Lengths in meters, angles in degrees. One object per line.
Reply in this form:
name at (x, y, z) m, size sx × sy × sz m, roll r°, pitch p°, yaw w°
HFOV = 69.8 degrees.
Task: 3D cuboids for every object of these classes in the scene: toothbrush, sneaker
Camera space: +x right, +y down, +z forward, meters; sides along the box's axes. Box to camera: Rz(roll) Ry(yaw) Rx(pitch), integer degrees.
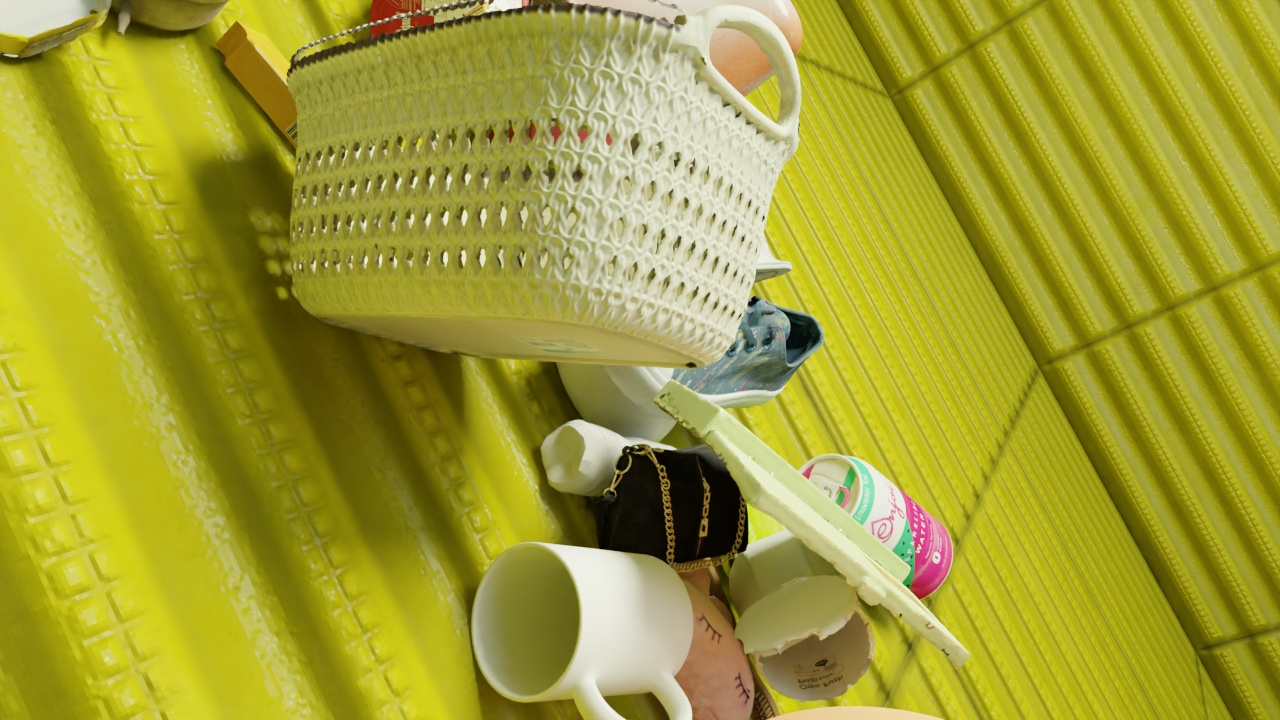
toothbrush at (0.057, 0.177, 0.630) m, size 0.016 × 0.016 × 0.166 m, roll -9°, pitch 72°, yaw -60°
sneaker at (0.056, -0.012, 0.624) m, size 0.235 × 0.079 × 0.087 m, roll 9°, pitch 56°, yaw -56°

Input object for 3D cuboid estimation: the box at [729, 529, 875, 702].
box at (0.097, 0.161, 0.559) m, size 0.165 × 0.084 × 0.094 m, roll -106°, pitch 177°, yaw -75°

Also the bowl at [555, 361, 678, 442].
bowl at (-0.004, 0.004, 0.653) m, size 0.114 × 0.051 × 0.114 m, roll 39°, pitch 35°, yaw -35°

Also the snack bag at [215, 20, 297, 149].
snack bag at (-0.192, -0.140, 0.508) m, size 0.099 × 0.026 × 0.020 m, roll 51°, pitch 24°, yaw -14°

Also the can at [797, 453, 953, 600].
can at (0.205, 0.150, 0.816) m, size 0.166 × 0.088 × 0.088 m, roll 36°, pitch 37°, yaw -37°

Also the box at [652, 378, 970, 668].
box at (0.096, 0.088, 0.512) m, size 0.187 × 0.030 × 0.138 m, roll 40°, pitch 1°, yaw -27°

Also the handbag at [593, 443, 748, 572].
handbag at (0.023, 0.085, 0.566) m, size 0.128 × 0.054 × 0.079 m, roll 2°, pitch 96°, yaw -44°

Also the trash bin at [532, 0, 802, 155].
trash bin at (-0.003, -0.308, 0.759) m, size 0.260 × 0.157 × 0.181 m, roll 55°, pitch -4°, yaw -8°

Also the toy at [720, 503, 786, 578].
toy at (0.091, 0.135, 0.696) m, size 0.117 × 0.043 × 0.092 m, roll 20°, pitch 45°, yaw -54°

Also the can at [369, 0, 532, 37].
can at (-0.129, -0.248, 0.644) m, size 0.086 × 0.087 × 0.116 m, roll 46°, pitch 31°, yaw -25°

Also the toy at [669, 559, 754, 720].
toy at (0.035, 0.170, 0.568) m, size 0.108 × 0.053 × 0.105 m, roll 58°, pitch 15°, yaw -18°

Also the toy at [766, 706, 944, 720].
toy at (0.097, 0.274, 0.366) m, size 0.262 × 0.266 × 0.280 m, roll 14°, pitch 25°, yaw -13°

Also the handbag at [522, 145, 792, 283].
handbag at (0.011, -0.095, 0.675) m, size 0.198 × 0.142 × 0.096 m, roll -8°, pitch 87°, yaw -61°

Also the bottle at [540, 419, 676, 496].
bottle at (-0.006, 0.071, 0.595) m, size 0.136 × 0.044 × 0.044 m, roll 21°, pitch 47°, yaw -49°

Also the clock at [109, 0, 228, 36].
clock at (-0.240, -0.222, 0.477) m, size 0.093 × 0.055 × 0.140 m, roll 52°, pitch 37°, yaw -15°

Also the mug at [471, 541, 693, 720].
mug at (-0.019, 0.145, 0.459) m, size 0.090 × 0.074 × 0.110 m, roll 21°, pitch 24°, yaw -50°

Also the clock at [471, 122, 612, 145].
clock at (-0.067, -0.173, 0.654) m, size 0.096 × 0.138 × 0.048 m, roll -3°, pitch 108°, yaw -32°

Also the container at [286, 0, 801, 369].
container at (-0.055, -0.077, 0.449) m, size 0.184 × 0.252 × 0.143 m, roll 15°, pitch 80°, yaw -55°

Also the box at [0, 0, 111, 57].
box at (-0.319, -0.208, 0.352) m, size 0.210 × 0.046 × 0.127 m, roll 54°, pitch 30°, yaw -14°
